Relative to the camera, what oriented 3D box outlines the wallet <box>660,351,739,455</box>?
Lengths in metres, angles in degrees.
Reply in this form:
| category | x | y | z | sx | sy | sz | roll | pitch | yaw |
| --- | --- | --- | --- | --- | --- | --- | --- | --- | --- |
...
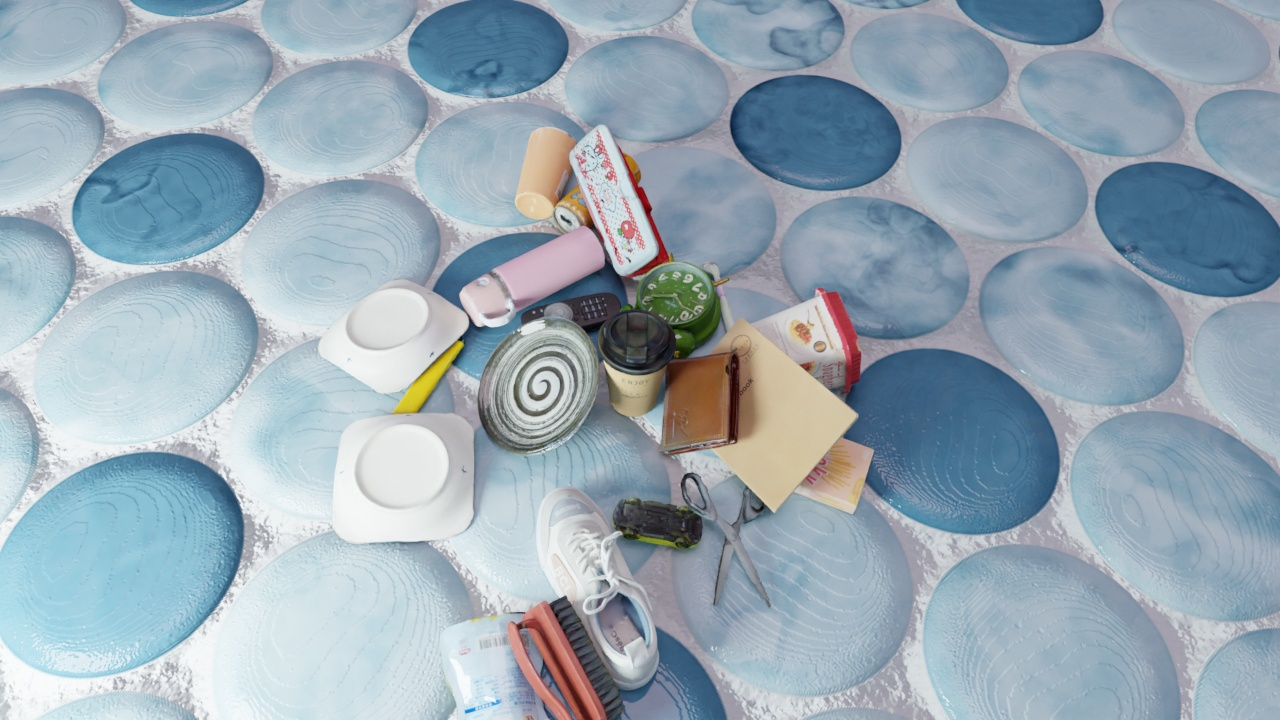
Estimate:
| category | x | y | z | sx | sy | sz | roll | pitch | yaw |
| --- | --- | --- | --- | --- | --- | --- | --- | --- | --- |
| wallet | 0.070 | 0.051 | 1.117 | 0.101 | 0.032 | 0.124 | -13 | 61 | 33 |

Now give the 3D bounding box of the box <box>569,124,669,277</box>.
| category | x | y | z | sx | sy | sz | roll | pitch | yaw |
| --- | --- | --- | --- | --- | --- | --- | --- | --- | --- |
| box | -0.022 | -0.220 | 1.256 | 0.095 | 0.101 | 0.201 | -19 | 80 | -26 |

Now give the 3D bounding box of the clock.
| category | x | y | z | sx | sy | sz | roll | pitch | yaw |
| --- | --- | --- | --- | --- | --- | --- | --- | --- | --- |
| clock | 0.039 | -0.063 | 1.210 | 0.116 | 0.056 | 0.161 | 26 | 67 | 21 |

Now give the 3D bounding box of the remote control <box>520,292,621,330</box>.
| category | x | y | z | sx | sy | sz | roll | pitch | yaw |
| --- | --- | --- | --- | --- | --- | --- | --- | --- | --- |
| remote control | -0.092 | -0.058 | 1.229 | 0.136 | 0.024 | 0.053 | -13 | 58 | -9 |

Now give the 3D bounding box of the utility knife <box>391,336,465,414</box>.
| category | x | y | z | sx | sy | sz | roll | pitch | yaw |
| --- | --- | --- | --- | --- | --- | --- | --- | --- | --- |
| utility knife | -0.285 | 0.045 | 1.156 | 0.033 | 0.015 | 0.222 | 19 | 57 | 16 |

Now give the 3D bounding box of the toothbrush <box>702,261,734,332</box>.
| category | x | y | z | sx | sy | sz | roll | pitch | yaw |
| --- | --- | --- | --- | --- | --- | --- | --- | --- | --- |
| toothbrush | 0.116 | -0.057 | 1.240 | 0.029 | 0.020 | 0.189 | 12 | 50 | -34 |

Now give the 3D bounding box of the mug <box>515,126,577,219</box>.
| category | x | y | z | sx | sy | sz | roll | pitch | yaw |
| --- | --- | --- | --- | --- | --- | --- | --- | --- | --- |
| mug | -0.140 | -0.272 | 1.350 | 0.078 | 0.078 | 0.122 | 10 | 61 | 5 |

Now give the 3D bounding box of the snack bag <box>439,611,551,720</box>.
| category | x | y | z | sx | sy | sz | roll | pitch | yaw |
| --- | --- | --- | --- | --- | --- | --- | --- | --- | --- |
| snack bag | -0.141 | 0.355 | 0.932 | 0.110 | 0.039 | 0.190 | -3 | 55 | -18 |

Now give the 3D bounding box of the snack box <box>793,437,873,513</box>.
| category | x | y | z | sx | sy | sz | roll | pitch | yaw |
| --- | --- | --- | --- | --- | --- | --- | --- | --- | --- |
| snack box | 0.196 | 0.120 | 1.114 | 0.157 | 0.026 | 0.084 | 19 | 57 | 11 |

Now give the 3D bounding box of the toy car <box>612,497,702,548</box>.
| category | x | y | z | sx | sy | sz | roll | pitch | yaw |
| --- | --- | --- | --- | --- | --- | --- | --- | --- | --- |
| toy car | 0.019 | 0.189 | 1.054 | 0.105 | 0.032 | 0.048 | 11 | 53 | -4 |

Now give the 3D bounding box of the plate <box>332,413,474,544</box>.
| category | x | y | z | sx | sy | sz | roll | pitch | yaw |
| --- | --- | --- | --- | --- | --- | --- | --- | --- | --- |
| plate | -0.278 | 0.131 | 1.077 | 0.163 | 0.034 | 0.164 | -3 | 61 | -6 |

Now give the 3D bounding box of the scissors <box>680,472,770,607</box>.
| category | x | y | z | sx | sy | sz | roll | pitch | yaw |
| --- | --- | --- | --- | --- | --- | --- | --- | --- | --- |
| scissors | 0.102 | 0.197 | 1.048 | 0.159 | 0.014 | 0.180 | 35 | 51 | 2 |

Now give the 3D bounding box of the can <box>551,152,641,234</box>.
| category | x | y | z | sx | sy | sz | roll | pitch | yaw |
| --- | --- | --- | --- | --- | --- | --- | --- | --- | --- |
| can | -0.062 | -0.242 | 1.338 | 0.058 | 0.058 | 0.145 | 32 | 60 | 19 |

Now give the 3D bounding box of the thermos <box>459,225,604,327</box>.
| category | x | y | z | sx | sy | sz | roll | pitch | yaw |
| --- | --- | --- | --- | --- | --- | --- | --- | --- | --- |
| thermos | -0.141 | -0.108 | 1.234 | 0.198 | 0.067 | 0.087 | -30 | 47 | -22 |

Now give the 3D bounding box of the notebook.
| category | x | y | z | sx | sy | sz | roll | pitch | yaw |
| --- | --- | --- | --- | --- | --- | --- | --- | --- | --- |
| notebook | 0.139 | 0.060 | 1.094 | 0.148 | 0.008 | 0.207 | -51 | 53 | 7 |

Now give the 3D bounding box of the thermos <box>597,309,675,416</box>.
| category | x | y | z | sx | sy | sz | roll | pitch | yaw |
| --- | --- | --- | --- | --- | --- | --- | --- | --- | --- |
| thermos | -0.007 | 0.007 | 1.115 | 0.093 | 0.143 | 0.092 | 1 | 54 | -2 |

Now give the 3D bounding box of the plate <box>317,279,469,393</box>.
| category | x | y | z | sx | sy | sz | roll | pitch | yaw |
| --- | --- | --- | --- | --- | --- | --- | --- | --- | --- |
| plate | -0.325 | -0.044 | 1.196 | 0.164 | 0.034 | 0.163 | 27 | 58 | 25 |

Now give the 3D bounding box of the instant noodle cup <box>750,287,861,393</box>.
| category | x | y | z | sx | sy | sz | roll | pitch | yaw |
| --- | --- | --- | --- | --- | --- | --- | --- | --- | --- |
| instant noodle cup | 0.204 | -0.013 | 1.163 | 0.124 | 0.116 | 0.116 | -17 | 57 | 1 |

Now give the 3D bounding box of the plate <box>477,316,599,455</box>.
| category | x | y | z | sx | sy | sz | roll | pitch | yaw |
| --- | --- | --- | --- | --- | --- | --- | --- | --- | --- |
| plate | -0.122 | 0.033 | 1.129 | 0.180 | 0.024 | 0.179 | -12 | 64 | 26 |

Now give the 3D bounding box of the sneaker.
| category | x | y | z | sx | sy | sz | roll | pitch | yaw |
| --- | --- | --- | --- | --- | --- | --- | --- | --- | --- |
| sneaker | -0.051 | 0.231 | 0.990 | 0.089 | 0.091 | 0.242 | -20 | 57 | -16 |

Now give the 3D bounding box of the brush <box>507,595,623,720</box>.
| category | x | y | z | sx | sy | sz | roll | pitch | yaw |
| --- | --- | --- | --- | --- | --- | --- | --- | --- | --- |
| brush | -0.077 | 0.318 | 0.933 | 0.069 | 0.063 | 0.145 | -23 | 76 | -34 |
